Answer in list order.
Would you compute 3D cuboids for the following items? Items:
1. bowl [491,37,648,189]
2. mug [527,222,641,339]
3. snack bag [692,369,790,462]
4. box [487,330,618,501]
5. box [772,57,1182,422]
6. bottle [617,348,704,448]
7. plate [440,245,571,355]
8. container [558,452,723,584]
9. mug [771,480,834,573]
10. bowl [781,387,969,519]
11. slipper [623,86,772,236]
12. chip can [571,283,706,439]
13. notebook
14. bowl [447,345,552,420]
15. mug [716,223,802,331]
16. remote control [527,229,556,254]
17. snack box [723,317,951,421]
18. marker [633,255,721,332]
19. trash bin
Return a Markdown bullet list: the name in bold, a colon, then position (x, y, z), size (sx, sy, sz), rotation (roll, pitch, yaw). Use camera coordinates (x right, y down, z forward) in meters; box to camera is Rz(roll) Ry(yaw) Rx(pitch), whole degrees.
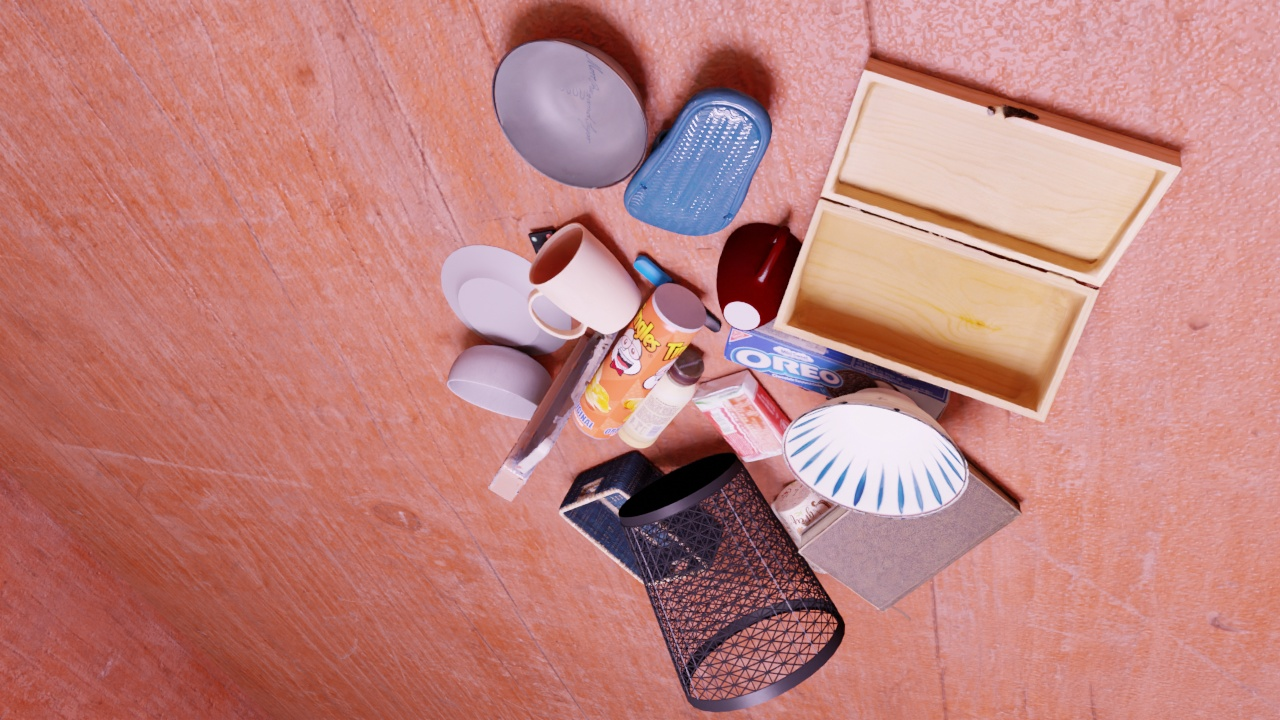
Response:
- **bowl**: position (-0.055, -0.232, 0.831), size (0.151, 0.056, 0.151), rotation (15, 139, 13)
- **mug**: position (-0.065, -0.072, 0.977), size (0.112, 0.085, 0.104), rotation (-42, 122, 13)
- **snack bag**: position (0.123, 0.067, 1.070), size (0.077, 0.036, 0.116), rotation (-19, 122, 40)
- **box**: position (-0.092, 0.045, 1.024), size (0.043, 0.215, 0.149), rotation (30, 141, -2)
- **box**: position (0.269, -0.097, 0.782), size (0.247, 0.096, 0.262), rotation (20, 124, 8)
- **bottle**: position (0.024, 0.044, 1.084), size (0.056, 0.056, 0.162), rotation (31, 140, -4)
- **plate**: position (-0.167, -0.063, 1.103), size (0.173, 0.019, 0.173), rotation (15, 139, 14)
- **container**: position (0.002, 0.223, 1.276), size (0.187, 0.071, 0.146), rotation (43, 138, -18)
- **mug**: position (0.208, 0.200, 1.153), size (0.097, 0.081, 0.122), rotation (50, 161, -15)
- **bowl**: position (0.234, 0.076, 0.904), size (0.177, 0.070, 0.178), rotation (15, 142, 12)
- **slipper**: position (0.056, -0.176, 0.832), size (0.104, 0.059, 0.214), rotation (23, 153, -10)
- **chip can**: position (-0.006, 0.006, 1.015), size (0.062, 0.062, 0.211), rotation (32, 133, -6)
- **notebook**: position (0.318, 0.202, 1.055), size (0.190, 0.034, 0.216), rotation (38, 117, -15)
- **bowl**: position (-0.170, 0.021, 1.148), size (0.132, 0.064, 0.132), rotation (15, 162, 5)
- **mug**: position (0.114, -0.079, 0.877), size (0.087, 0.088, 0.114), rotation (26, 140, 1)
- **remote control**: position (-0.083, -0.095, 1.029), size (0.039, 0.010, 0.125), rotation (-4, 131, 32)
- **snack box**: position (0.202, 0.000, 0.940), size (0.226, 0.059, 0.059), rotation (21, 144, 7)
- **marker**: position (0.041, -0.071, 0.985), size (0.123, 0.015, 0.018), rotation (39, 133, -18)
- **trash bin**: position (0.099, 0.259, 1.127), size (0.218, 0.216, 0.243), rotation (-22, 97, 42)
